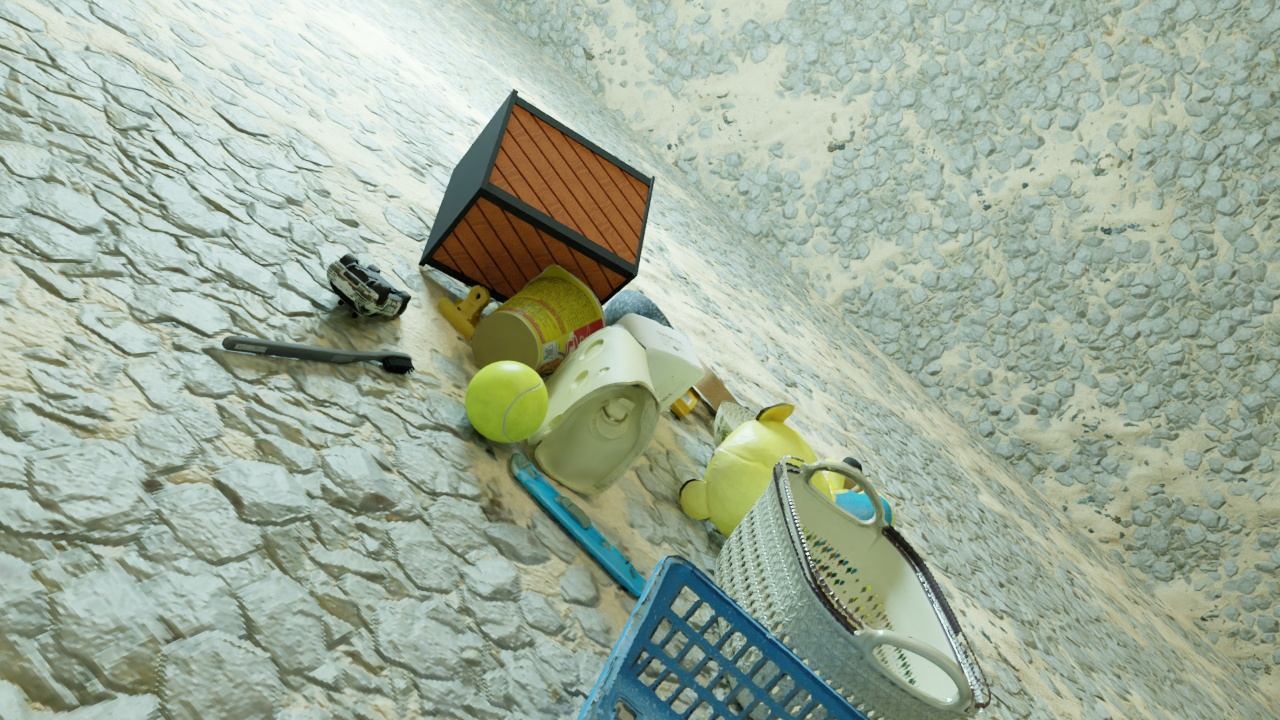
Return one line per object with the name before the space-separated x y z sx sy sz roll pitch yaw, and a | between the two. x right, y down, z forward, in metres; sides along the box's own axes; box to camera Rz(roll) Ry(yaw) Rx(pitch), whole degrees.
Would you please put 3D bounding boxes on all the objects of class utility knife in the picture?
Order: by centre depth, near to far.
utility knife | -0.040 0.133 0.707 0.175 0.015 0.031 44 22 8

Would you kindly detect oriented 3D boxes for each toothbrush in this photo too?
toothbrush | -0.225 -0.005 0.660 0.167 0.013 0.013 11 42 -58

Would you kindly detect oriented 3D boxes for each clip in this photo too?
clip | -0.161 -0.047 0.859 0.047 0.047 0.054 -34 70 -26

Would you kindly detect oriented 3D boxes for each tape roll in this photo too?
tape roll | 0.089 0.036 1.152 0.094 0.027 0.094 49 2 -3

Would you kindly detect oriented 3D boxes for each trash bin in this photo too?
trash bin | -0.103 -0.144 0.939 0.171 0.140 0.139 28 51 -24

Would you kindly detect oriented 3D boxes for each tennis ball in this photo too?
tennis ball | -0.106 0.033 0.728 0.065 0.065 0.065 36 18 -14

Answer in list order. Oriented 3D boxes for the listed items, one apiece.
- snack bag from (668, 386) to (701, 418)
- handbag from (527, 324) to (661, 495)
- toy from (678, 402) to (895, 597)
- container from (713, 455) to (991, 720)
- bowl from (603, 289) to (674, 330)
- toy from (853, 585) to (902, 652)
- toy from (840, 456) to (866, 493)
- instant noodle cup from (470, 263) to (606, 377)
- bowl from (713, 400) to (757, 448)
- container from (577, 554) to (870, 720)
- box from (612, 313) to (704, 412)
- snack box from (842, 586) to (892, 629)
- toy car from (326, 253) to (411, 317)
snack bag | 0.053 0.048 1.104 0.026 0.020 0.099 46 17 0
handbag | -0.036 0.037 0.787 0.081 0.111 0.119 35 18 -16
toy | 0.156 0.140 0.896 0.214 0.148 0.084 38 -26 -16
container | 0.156 0.200 0.735 0.184 0.143 0.251 35 18 -13
bowl | -0.012 -0.017 1.040 0.114 0.060 0.115 43 -26 27
toy | 0.259 0.263 0.963 0.118 0.043 0.092 41 24 -3
toy | 0.232 0.169 1.069 0.134 0.106 0.108 27 10 -26
instant noodle cup | -0.099 -0.022 0.852 0.100 0.101 0.112 42 26 5
bowl | 0.125 0.116 1.014 0.145 0.063 0.145 37 17 -13
container | 0.049 0.267 0.429 0.257 0.089 0.361 41 17 3
box | -0.009 -0.003 0.960 0.107 0.103 0.095 23 35 -45
snack box | 0.232 0.242 0.897 0.147 0.029 0.040 -20 61 -46
toy car | -0.224 -0.055 0.752 0.048 0.040 0.113 41 -1 2
